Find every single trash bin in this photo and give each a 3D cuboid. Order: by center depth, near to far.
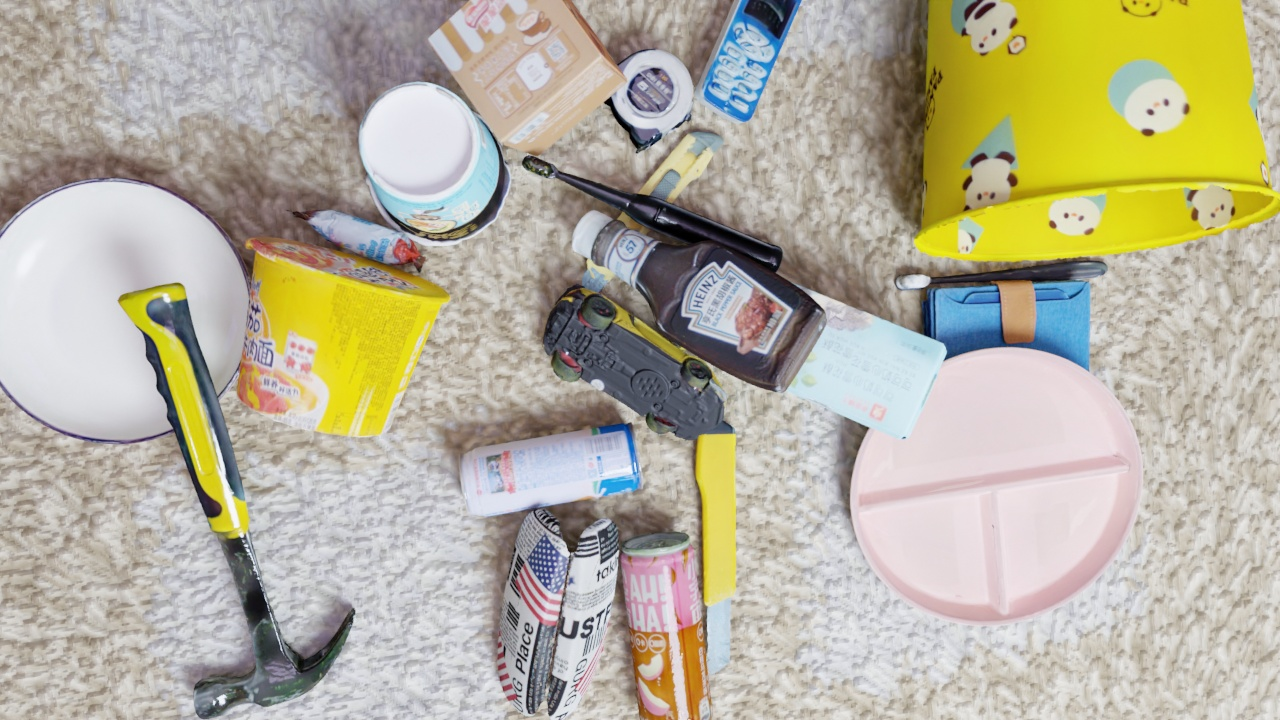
[{"bbox_3d":[0.307,-0.215,0.650,0.229,0.230,0.255,-1,86,-5],"label":"trash bin"}]

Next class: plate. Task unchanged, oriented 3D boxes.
[{"bbox_3d":[-0.378,-0.036,0.675,0.192,0.039,0.192,0,92,-6],"label":"plate"},{"bbox_3d":[0.279,0.100,0.729,0.229,0.028,0.229,0,102,0],"label":"plate"}]

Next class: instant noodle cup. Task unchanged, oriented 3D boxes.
[{"bbox_3d":[-0.216,-0.015,0.650,0.138,0.138,0.110,18,98,-6],"label":"instant noodle cup"},{"bbox_3d":[-0.151,-0.142,0.652,0.111,0.120,0.111,0,92,-5],"label":"instant noodle cup"}]

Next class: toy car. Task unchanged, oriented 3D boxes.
[{"bbox_3d":[-0.004,0.004,0.702,0.156,0.041,0.071,32,126,-1],"label":"toy car"}]

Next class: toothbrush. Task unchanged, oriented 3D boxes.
[{"bbox_3d":[0.010,-0.112,0.701,0.212,0.027,0.026,20,102,-14],"label":"toothbrush"},{"bbox_3d":[0.298,-0.070,0.750,0.181,0.018,0.015,-4,89,-7],"label":"toothbrush"}]

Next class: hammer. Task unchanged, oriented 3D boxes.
[{"bbox_3d":[-0.299,0.103,0.665,0.126,0.032,0.323,-13,104,-8],"label":"hammer"}]

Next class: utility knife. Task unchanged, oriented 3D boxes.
[{"bbox_3d":[0.005,-0.117,0.724,0.031,0.018,0.167,38,93,1],"label":"utility knife"},{"bbox_3d":[0.060,0.146,0.732,0.033,0.015,0.209,0,89,-6],"label":"utility knife"}]

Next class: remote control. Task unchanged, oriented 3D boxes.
[{"bbox_3d":[0.085,-0.249,0.716,0.049,0.024,0.125,25,87,-22],"label":"remote control"}]

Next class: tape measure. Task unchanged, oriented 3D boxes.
[{"bbox_3d":[0.007,-0.204,0.709,0.066,0.033,0.066,-34,96,-1],"label":"tape measure"}]

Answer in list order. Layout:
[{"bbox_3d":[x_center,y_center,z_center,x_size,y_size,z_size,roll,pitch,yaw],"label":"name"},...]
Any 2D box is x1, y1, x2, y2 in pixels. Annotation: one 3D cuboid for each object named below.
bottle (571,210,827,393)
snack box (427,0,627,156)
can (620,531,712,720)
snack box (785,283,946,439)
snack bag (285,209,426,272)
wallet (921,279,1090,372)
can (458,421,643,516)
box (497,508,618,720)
[{"bbox_3d":[0.036,-0.052,0.672,0.195,0.044,0.080,31,88,18],"label":"bottle"},{"bbox_3d":[-0.079,-0.217,0.662,0.093,0.077,0.094,-36,86,14],"label":"snack box"},{"bbox_3d":[0.020,0.211,0.710,0.058,0.058,0.147,-7,92,-5],"label":"can"},{"bbox_3d":[0.132,-0.008,0.692,0.175,0.051,0.074,24,88,15],"label":"snack box"},{"bbox_3d":[-0.209,-0.093,0.686,0.105,0.045,0.026,20,91,-6],"label":"snack bag"},{"bbox_3d":[0.297,-0.012,0.741,0.133,0.040,0.106,-3,96,-6],"label":"wallet"},{"bbox_3d":[-0.068,0.084,0.701,0.134,0.053,0.053,-9,92,-5],"label":"can"},{"bbox_3d":[-0.072,0.190,0.695,0.088,0.076,0.163,17,107,17],"label":"box"}]
